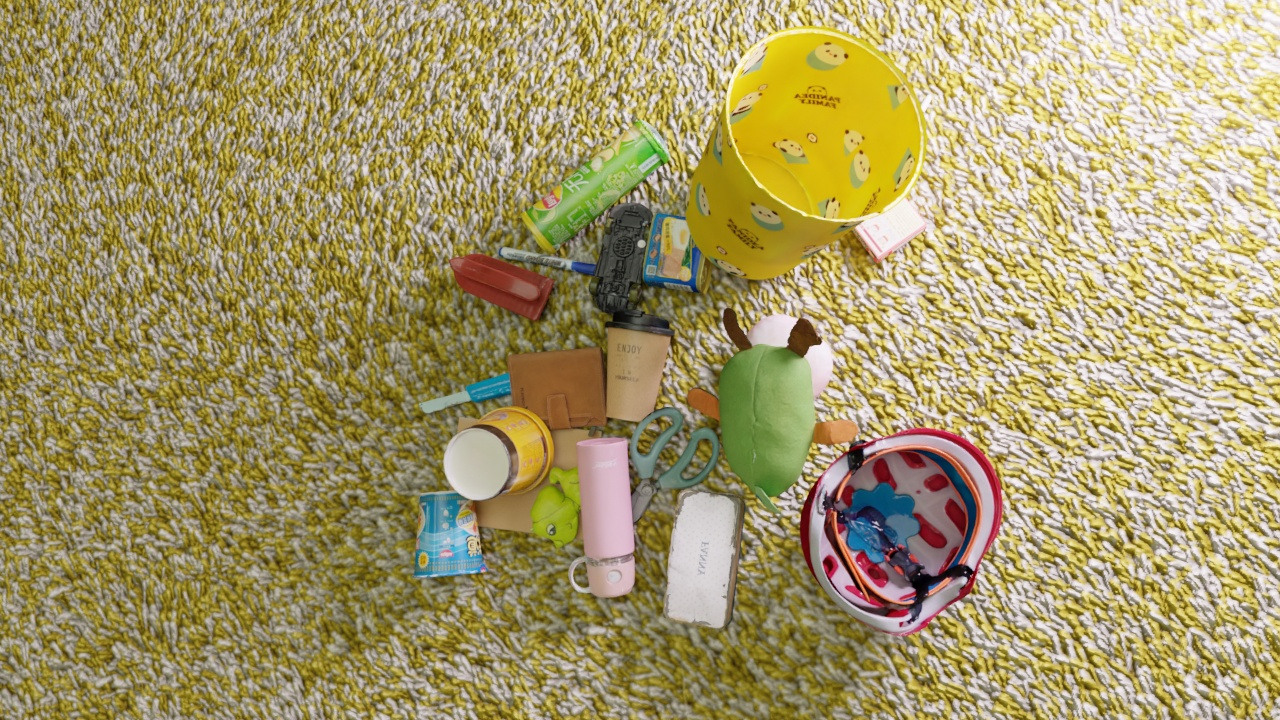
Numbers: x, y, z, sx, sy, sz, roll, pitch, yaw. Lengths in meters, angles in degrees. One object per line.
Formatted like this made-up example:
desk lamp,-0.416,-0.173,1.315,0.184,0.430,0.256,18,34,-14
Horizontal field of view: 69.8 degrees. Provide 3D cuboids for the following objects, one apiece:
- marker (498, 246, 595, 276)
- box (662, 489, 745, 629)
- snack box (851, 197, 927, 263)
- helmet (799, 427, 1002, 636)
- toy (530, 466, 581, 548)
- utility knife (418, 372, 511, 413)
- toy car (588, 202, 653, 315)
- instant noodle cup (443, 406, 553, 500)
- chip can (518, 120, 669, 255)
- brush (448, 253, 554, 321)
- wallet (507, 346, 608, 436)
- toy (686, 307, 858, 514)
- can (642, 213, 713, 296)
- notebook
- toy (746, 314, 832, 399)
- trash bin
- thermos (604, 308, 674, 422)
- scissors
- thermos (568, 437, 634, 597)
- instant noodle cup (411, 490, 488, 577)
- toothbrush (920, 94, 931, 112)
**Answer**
marker,-0.131,-0.140,1.289,0.146,0.017,0.017,12,84,13
box,0.081,0.257,1.164,0.090,0.061,0.184,8,85,13
snack box,0.297,-0.212,1.207,0.077,0.027,0.155,-35,76,4
helmet,0.295,0.193,1.088,0.239,0.144,0.207,-38,85,-10
toy,-0.106,0.192,1.216,0.100,0.031,0.096,-31,80,1
utility knife,-0.207,0.038,1.276,0.218,0.018,0.034,-15,80,8
toy car,-0.022,-0.139,1.253,0.070,0.042,0.158,12,85,13
instant noodle cup,-0.187,0.125,1.189,0.118,0.114,0.118,1,95,16
chip can,-0.061,-0.239,1.262,0.221,0.072,0.072,-38,76,4
brush,-0.196,-0.109,1.271,0.146,0.069,0.063,22,85,14
wallet,-0.109,0.046,1.239,0.131,0.035,0.119,-5,91,11
toy,0.155,0.058,1.121,0.227,0.089,0.247,12,110,35
can,0.054,-0.144,1.232,0.083,0.057,0.102,10,83,15
notebook,-0.160,0.160,1.253,0.208,0.008,0.147,4,82,13
toy,0.173,0.022,1.183,0.121,0.054,0.159,34,101,14
trash bin,0.173,-0.222,1.092,0.229,0.256,0.229,3,75,-12
thermos,-0.007,0.007,1.208,0.093,0.093,0.143,8,90,13
scissors,0.013,0.137,1.196,0.143,0.019,0.180,42,101,-14
thermos,-0.053,0.201,1.176,0.087,0.067,0.198,-3,94,-8
instant noodle cup,-0.255,0.228,1.217,0.099,0.099,0.110,-6,79,10
toothbrush,0.338,-0.279,1.197,0.016,0.016,0.180,28,75,13
